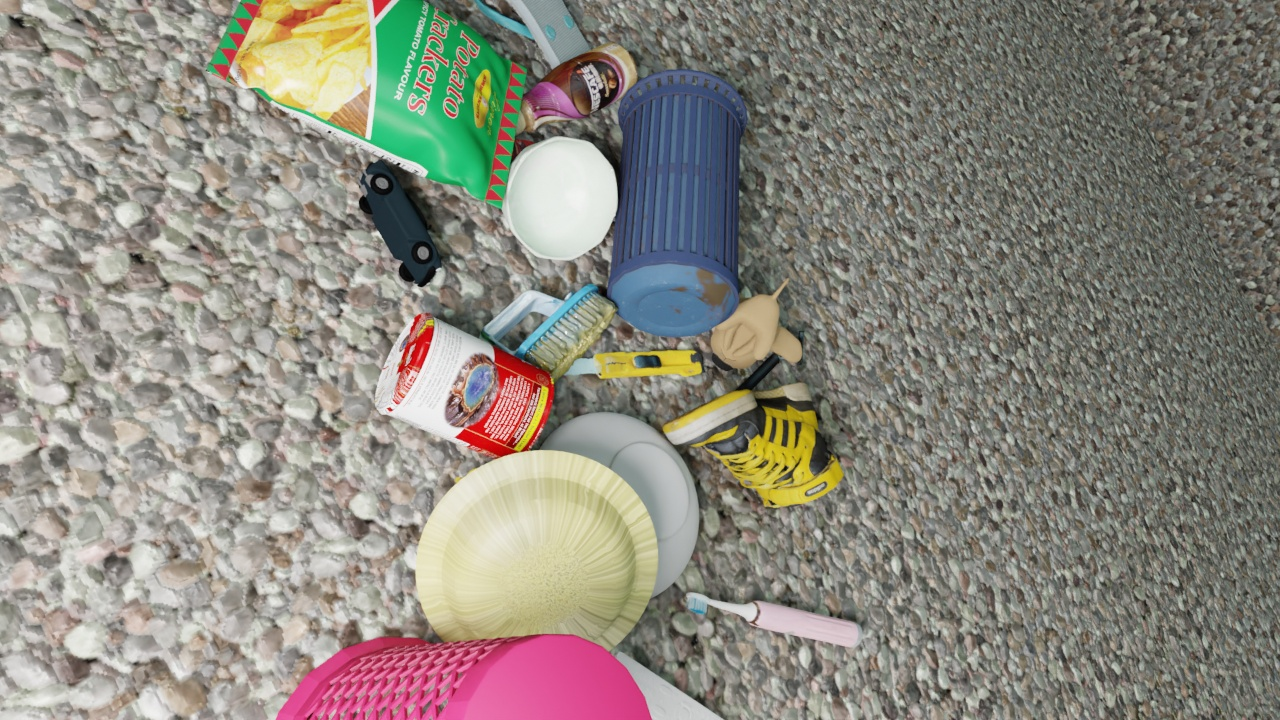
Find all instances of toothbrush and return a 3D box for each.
[{"bbox_3d":[0.132,0.253,0.899,0.222,0.027,0.026,20,55,-30],"label":"toothbrush"}]

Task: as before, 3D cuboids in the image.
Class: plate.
[{"bbox_3d":[-0.074,0.161,0.685,0.184,0.036,0.184,-2,102,-10],"label":"plate"}]

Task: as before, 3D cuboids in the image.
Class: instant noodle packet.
[{"bbox_3d":[-0.224,-0.257,0.812,0.252,0.091,0.195,23,50,-25],"label":"instant noodle packet"}]

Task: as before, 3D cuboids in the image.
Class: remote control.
[{"bbox_3d":[0.022,0.298,0.793,0.131,0.012,0.033,39,52,-18],"label":"remote control"}]

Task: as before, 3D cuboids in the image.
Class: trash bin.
[{"bbox_3d":[0.038,-0.155,0.937,0.139,0.140,0.249,22,57,-30],"label":"trash bin"}]

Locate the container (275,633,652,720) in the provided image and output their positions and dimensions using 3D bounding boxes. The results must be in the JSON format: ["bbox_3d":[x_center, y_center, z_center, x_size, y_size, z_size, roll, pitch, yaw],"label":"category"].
[{"bbox_3d":[-0.107,0.248,0.563,0.183,0.226,0.183,18,58,-32],"label":"container"}]

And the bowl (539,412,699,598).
[{"bbox_3d":[-0.009,0.123,0.817,0.176,0.066,0.176,18,58,-32],"label":"bowl"}]

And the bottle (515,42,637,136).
[{"bbox_3d":[-0.080,-0.276,0.952,0.165,0.060,0.059,-34,92,-28],"label":"bottle"}]

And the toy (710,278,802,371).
[{"bbox_3d":[0.117,-0.037,0.976,0.134,0.108,0.105,38,84,3],"label":"toy"}]

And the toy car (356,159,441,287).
[{"bbox_3d":[-0.206,-0.118,0.791,0.034,0.046,0.112,-28,86,-39],"label":"toy car"}]

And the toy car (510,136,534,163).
[{"bbox_3d":[-0.134,-0.200,0.901,0.091,0.036,0.042,-7,72,-47],"label":"toy car"}]

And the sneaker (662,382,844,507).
[{"bbox_3d":[0.117,0.093,0.911,0.238,0.086,0.122,-7,71,-52],"label":"sneaker"}]

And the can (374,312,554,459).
[{"bbox_3d":[-0.142,0.024,0.743,0.116,0.087,0.086,27,54,-27],"label":"can"}]

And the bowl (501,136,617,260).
[{"bbox_3d":[-0.086,-0.159,0.885,0.117,0.061,0.117,-11,112,-28],"label":"bowl"}]

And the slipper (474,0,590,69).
[{"bbox_3d":[-0.134,-0.399,0.997,0.269,0.055,0.098,52,43,-22],"label":"slipper"}]

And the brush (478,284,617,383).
[{"bbox_3d":[-0.082,-0.034,0.847,0.075,0.056,0.135,37,47,6],"label":"brush"}]

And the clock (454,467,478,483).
[{"bbox_3d":[-0.102,0.126,0.736,0.118,0.057,0.083,-2,81,-3],"label":"clock"}]

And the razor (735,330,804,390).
[{"bbox_3d":[0.142,0.011,1.033,0.143,0.022,0.043,-34,132,-40],"label":"razor"}]

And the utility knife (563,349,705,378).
[{"bbox_3d":[-0.005,0.005,0.919,0.190,0.018,0.030,-4,62,-38],"label":"utility knife"}]
